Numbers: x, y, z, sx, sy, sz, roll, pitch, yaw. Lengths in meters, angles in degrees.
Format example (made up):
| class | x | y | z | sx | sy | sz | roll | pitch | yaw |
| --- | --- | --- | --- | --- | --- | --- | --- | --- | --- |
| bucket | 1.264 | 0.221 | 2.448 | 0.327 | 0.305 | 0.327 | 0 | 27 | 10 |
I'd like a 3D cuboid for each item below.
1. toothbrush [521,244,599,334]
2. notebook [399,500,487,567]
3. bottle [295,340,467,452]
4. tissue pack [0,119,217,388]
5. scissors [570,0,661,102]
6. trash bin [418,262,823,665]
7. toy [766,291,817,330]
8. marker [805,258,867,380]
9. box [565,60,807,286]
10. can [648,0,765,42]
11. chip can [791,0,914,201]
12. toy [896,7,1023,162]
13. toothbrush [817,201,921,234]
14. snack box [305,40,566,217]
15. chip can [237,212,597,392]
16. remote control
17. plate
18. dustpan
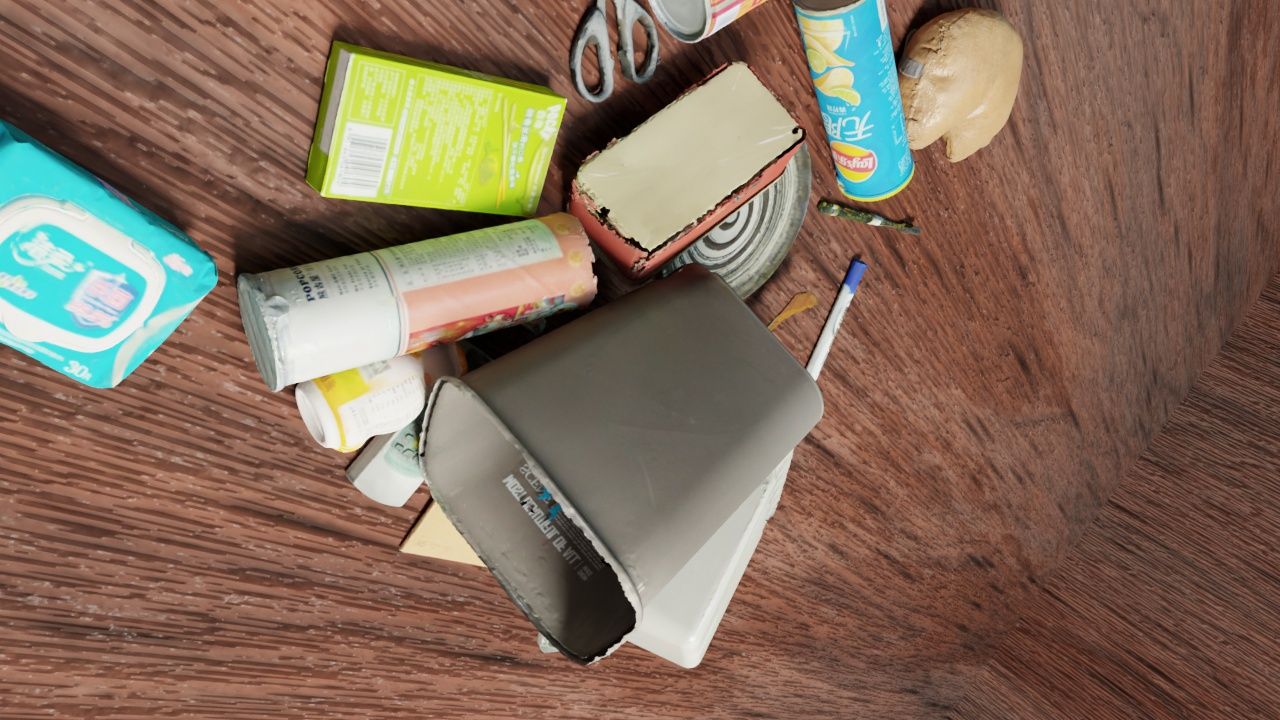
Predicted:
| class | x | y | z | sx | sy | sz | roll | pitch | yaw |
| --- | --- | --- | --- | --- | --- | --- | --- | --- | --- |
| toothbrush | -0.024 | -0.093 | 0.715 | 0.020 | 0.029 | 0.189 | 44 | 81 | -11 |
| notebook | -0.091 | 0.091 | 0.782 | 0.211 | 0.012 | 0.149 | -53 | 141 | 7 |
| bottle | -0.170 | 0.016 | 0.612 | 0.108 | 0.063 | 0.063 | -26 | 135 | -33 |
| tissue pack | -0.289 | -0.050 | 0.447 | 0.093 | 0.050 | 0.133 | -50 | 142 | -2 |
| scissors | -0.027 | -0.250 | 0.593 | 0.146 | 0.014 | 0.172 | -55 | 142 | 1 |
| trash bin | -0.011 | 0.062 | 0.655 | 0.219 | 0.199 | 0.199 | -35 | 169 | -31 |
| toy | 0.087 | 0.049 | 0.882 | 0.226 | 0.090 | 0.247 | -31 | 142 | -47 |
| marker | 0.210 | -0.041 | 0.997 | 0.016 | 0.017 | 0.146 | -2 | 120 | -45 |
| box | 0.033 | -0.141 | 0.661 | 0.168 | 0.091 | 0.080 | -39 | 173 | -18 |
| can | 0.057 | -0.267 | 0.623 | 0.093 | 0.066 | 0.067 | -37 | 139 | -19 |
| chip can | 0.183 | -0.231 | 0.778 | 0.071 | 0.071 | 0.210 | -45 | 141 | -10 |
| toy | 0.325 | -0.266 | 0.897 | 0.225 | 0.082 | 0.144 | -2 | 125 | -48 |
| toothbrush | 0.239 | -0.145 | 0.945 | 0.185 | 0.017 | 0.012 | 1 | 111 | -46 |
| snack box | -0.122 | -0.138 | 0.571 | 0.156 | 0.026 | 0.086 | -3 | 121 | -44 |
| chip can | -0.134 | -0.043 | 0.583 | 0.214 | 0.071 | 0.071 | -18 | 130 | -31 |
| remote control | -0.157 | 0.048 | 0.685 | 0.135 | 0.019 | 0.056 | -50 | 142 | -4 |
| plate | 0.080 | -0.126 | 0.793 | 0.179 | 0.024 | 0.180 | -27 | 135 | -32 |
| dustpan | 0.024 | 0.186 | 0.871 | 0.257 | 0.143 | 0.223 | -61 | 166 | -20 |
